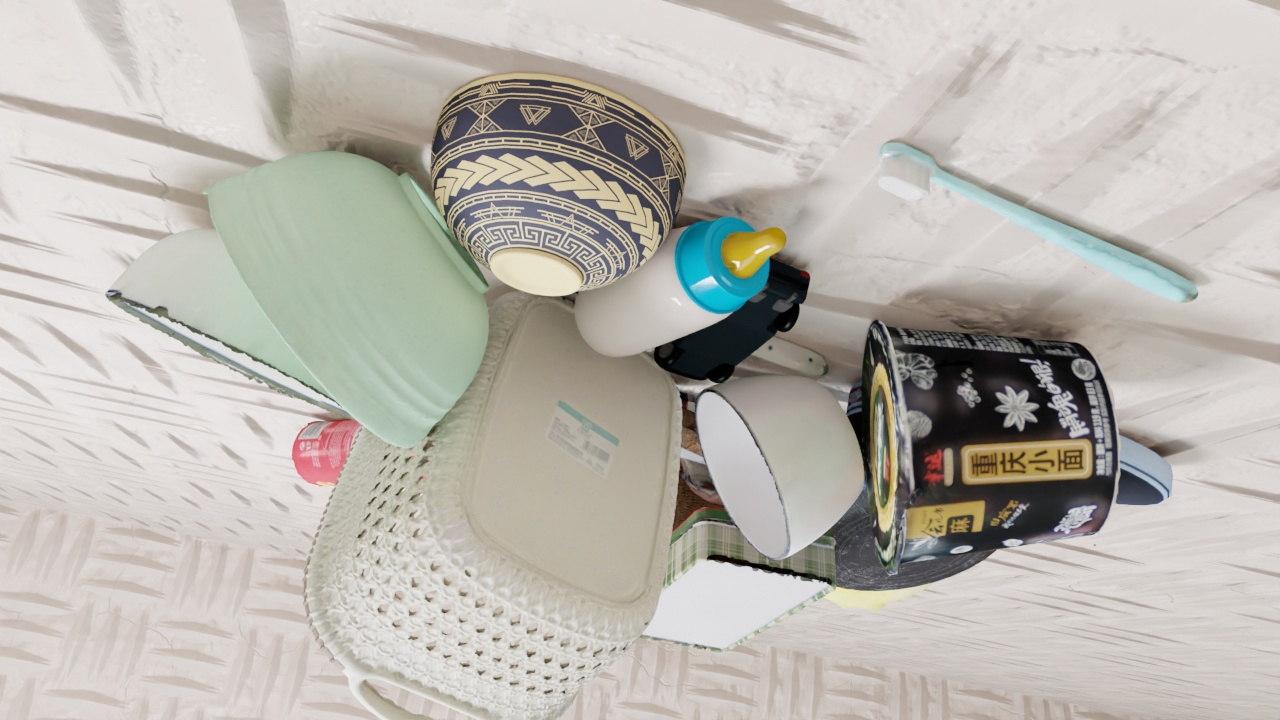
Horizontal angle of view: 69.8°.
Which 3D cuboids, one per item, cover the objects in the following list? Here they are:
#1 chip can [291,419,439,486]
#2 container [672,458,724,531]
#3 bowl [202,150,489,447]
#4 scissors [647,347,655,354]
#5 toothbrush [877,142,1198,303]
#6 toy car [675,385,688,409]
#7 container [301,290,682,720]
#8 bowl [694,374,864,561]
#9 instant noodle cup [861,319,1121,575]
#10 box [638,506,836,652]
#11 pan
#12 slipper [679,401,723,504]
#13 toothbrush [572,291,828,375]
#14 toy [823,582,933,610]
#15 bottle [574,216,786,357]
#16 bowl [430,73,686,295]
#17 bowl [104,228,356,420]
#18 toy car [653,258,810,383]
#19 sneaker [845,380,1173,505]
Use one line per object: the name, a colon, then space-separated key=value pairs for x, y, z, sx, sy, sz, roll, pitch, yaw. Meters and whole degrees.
chip can: x=-0.246 y=0.087 z=0.884 sx=0.234 sy=0.073 sz=0.073 roll=-7 pitch=154 yaw=39
container: x=0.027 y=0.141 z=0.841 sx=0.198 sy=0.112 sz=0.114 roll=26 pitch=155 yaw=-33
bowl: x=-0.122 y=-0.040 z=0.435 sx=0.077 sy=0.151 sz=0.151 roll=-35 pitch=154 yaw=-1
scissors: x=-0.015 y=0.000 z=0.624 sx=0.171 sy=0.014 sz=0.095 roll=0 pitch=166 yaw=20
toothbrush: x=0.176 y=-0.054 z=0.395 sx=0.180 sy=0.016 sz=0.016 roll=17 pitch=158 yaw=-20
toy car: x=-0.011 y=0.030 z=0.666 sx=0.091 sy=0.036 sz=0.042 roll=7 pitch=177 yaw=22
container: x=-0.071 y=0.079 z=0.539 sx=0.184 sy=0.245 sz=0.143 roll=31 pitch=131 yaw=-21
bowl: x=0.088 y=0.059 z=0.571 sx=0.065 sy=0.116 sz=0.116 roll=-21 pitch=166 yaw=-15
instant noodle cup: x=0.185 y=0.043 z=0.499 sx=0.112 sy=0.137 sz=0.137 roll=-3 pitch=158 yaw=7
box: x=0.058 y=0.178 z=0.728 sx=0.117 sy=0.049 sz=0.206 roll=14 pitch=145 yaw=-13
pan: x=0.147 y=0.106 z=0.697 sx=0.356 sy=0.040 sz=0.208 roll=23 pitch=133 yaw=-30
slipper: x=0.096 y=0.093 z=0.763 sx=0.274 sy=0.054 sz=0.114 roll=22 pitch=157 yaw=-28
toothbrush: x=0.033 y=-0.021 z=0.549 sx=0.189 sy=0.016 sz=0.017 roll=18 pitch=168 yaw=-20
toy: x=0.204 y=0.192 z=0.889 sx=0.171 sy=0.064 sz=0.155 roll=0 pitch=133 yaw=23
bottle: x=0.021 y=-0.039 z=0.454 sx=0.051 sy=0.051 sz=0.146 roll=22 pitch=157 yaw=-28
bowl: x=-0.040 y=-0.064 z=0.401 sx=0.112 sy=0.061 sz=0.112 roll=9 pitch=160 yaw=3
bowl: x=-0.219 y=-0.028 z=0.539 sx=0.153 sy=0.072 sz=0.153 roll=24 pitch=166 yaw=6
toy car: x=0.048 y=-0.022 z=0.506 sx=0.046 sy=0.034 sz=0.112 roll=18 pitch=148 yaw=-20
sneaker: x=0.245 y=0.089 z=0.619 sx=0.241 sy=0.098 sz=0.084 roll=14 pitch=160 yaw=-12
